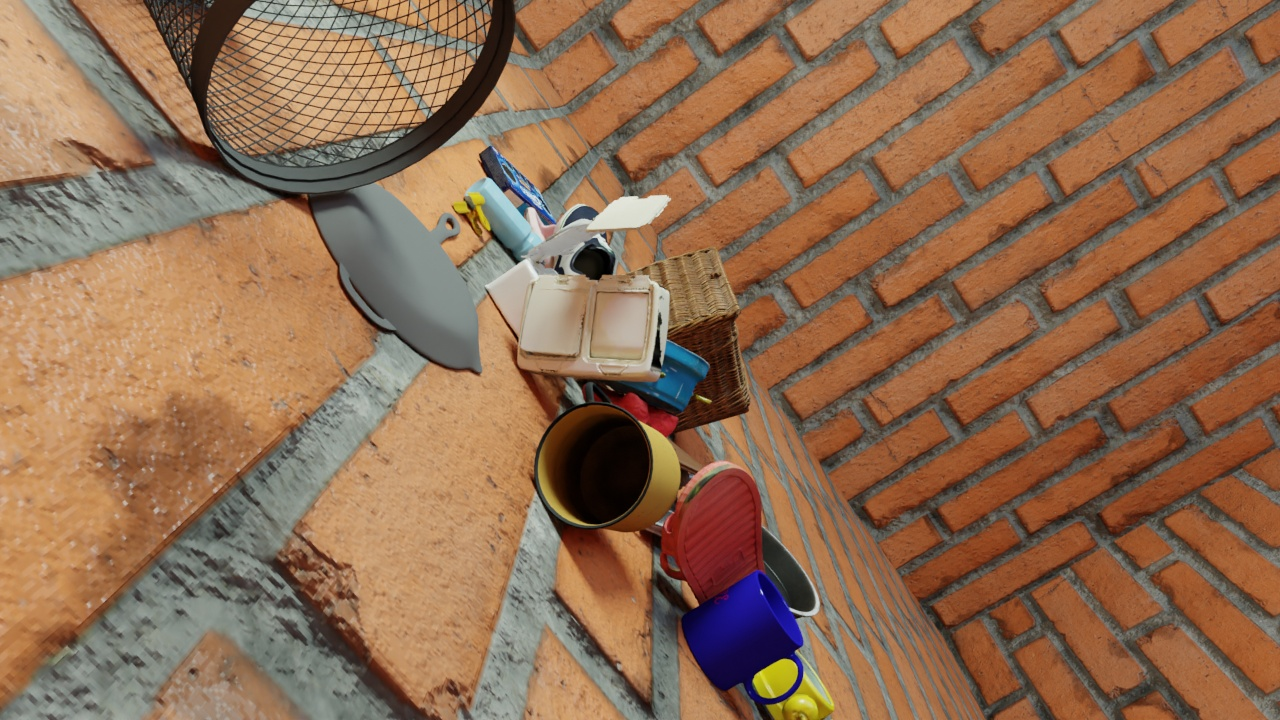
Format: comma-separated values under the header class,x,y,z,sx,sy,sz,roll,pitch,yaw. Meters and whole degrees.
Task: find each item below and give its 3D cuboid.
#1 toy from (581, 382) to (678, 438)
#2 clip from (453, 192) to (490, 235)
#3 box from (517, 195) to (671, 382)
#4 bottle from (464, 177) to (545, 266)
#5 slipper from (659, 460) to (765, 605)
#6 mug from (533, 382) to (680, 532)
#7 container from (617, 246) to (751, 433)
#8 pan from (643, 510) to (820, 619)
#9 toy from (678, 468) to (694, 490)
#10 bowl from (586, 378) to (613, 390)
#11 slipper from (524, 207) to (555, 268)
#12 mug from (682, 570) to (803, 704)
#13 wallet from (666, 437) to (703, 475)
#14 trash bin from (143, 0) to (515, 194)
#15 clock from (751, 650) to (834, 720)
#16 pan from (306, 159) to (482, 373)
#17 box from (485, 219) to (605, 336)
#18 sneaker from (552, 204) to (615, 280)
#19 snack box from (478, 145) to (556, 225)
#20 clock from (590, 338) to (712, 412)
class,x,y,z,sx,sy,sz,roll,pitch,yaw
toy,-0.034,0.076,0.942,0.088,0.094,0.133,26,-6,-23
clip,-0.192,-0.167,1.045,0.054,0.044,0.049,-69,166,-79
box,-0.049,-0.076,0.867,0.070,0.144,0.186,27,67,-67
bottle,-0.158,-0.162,1.114,0.130,0.040,0.040,50,12,-29
slipper,0.066,0.173,0.879,0.059,0.103,0.249,43,-21,37
mug,-0.025,0.082,0.771,0.094,0.101,0.123,36,42,-67
container,0.069,-0.027,1.341,0.249,0.162,0.183,-97,170,-63
pan,0.086,0.212,1.029,0.356,0.055,0.187,23,22,-48
toy,0.031,0.129,1.084,0.111,0.030,0.049,30,23,-31
bowl,-0.054,0.013,1.082,0.114,0.026,0.102,51,11,-25
slipper,-0.089,-0.117,1.253,0.221,0.056,0.106,51,13,-30
mug,0.103,0.265,0.853,0.111,0.083,0.079,59,11,18
wallet,0.035,0.105,1.082,0.087,0.013,0.121,29,3,-36
trash bin,-0.240,-0.275,0.634,0.227,0.218,0.217,54,10,16
clock,0.157,0.344,0.921,0.083,0.057,0.118,49,6,-33
pan,-0.191,-0.099,0.812,0.216,0.024,0.354,53,10,-15
box,-0.078,-0.085,0.978,0.121,0.136,0.109,58,9,8
sneaker,-0.064,-0.135,1.163,0.084,0.079,0.234,40,33,-24
snack box,-0.174,-0.243,1.329,0.082,0.027,0.150,61,11,23
clock,-0.006,0.006,0.949,0.162,0.060,0.116,13,-10,42
